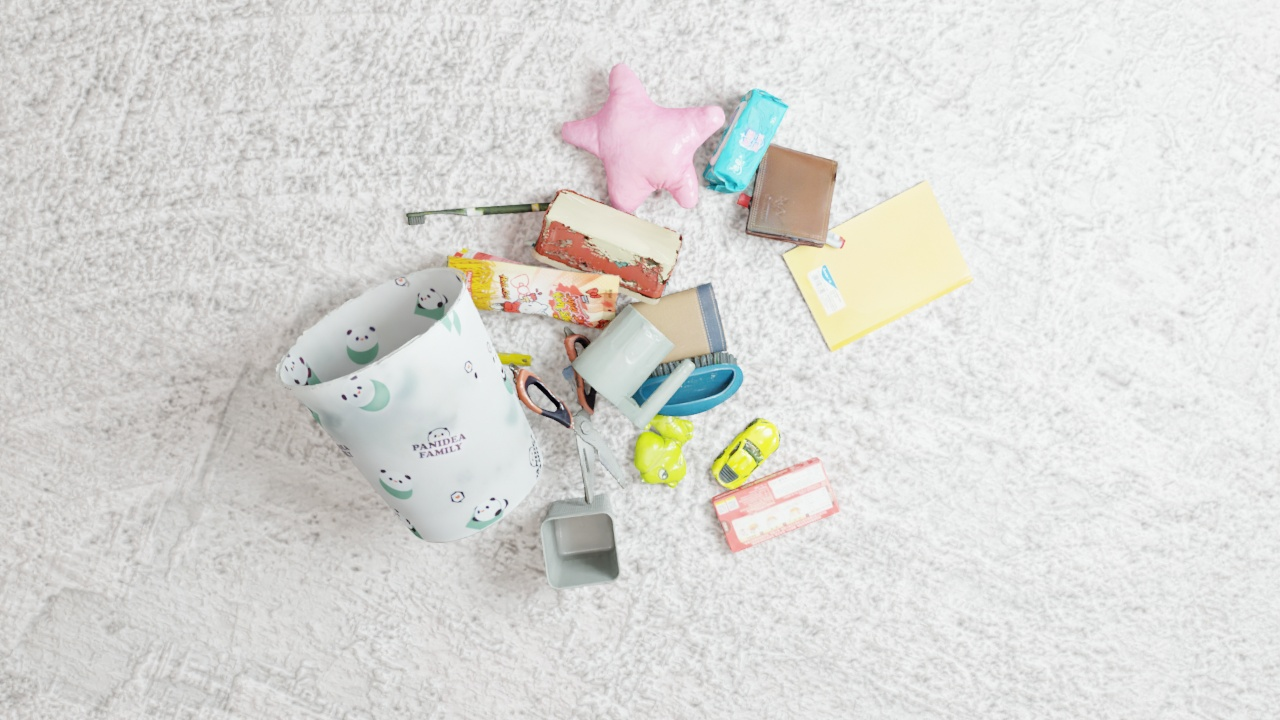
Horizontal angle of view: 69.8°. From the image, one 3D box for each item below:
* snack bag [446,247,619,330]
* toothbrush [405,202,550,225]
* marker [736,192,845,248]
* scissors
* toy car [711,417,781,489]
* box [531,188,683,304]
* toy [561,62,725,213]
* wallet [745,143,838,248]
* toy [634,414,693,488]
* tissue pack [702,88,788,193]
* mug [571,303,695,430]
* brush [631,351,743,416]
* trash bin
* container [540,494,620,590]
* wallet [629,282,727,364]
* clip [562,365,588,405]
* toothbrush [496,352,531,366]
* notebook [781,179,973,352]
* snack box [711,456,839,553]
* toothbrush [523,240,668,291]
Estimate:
[{"bbox_3d":[-0.129,-0.085,1.123,0.208,0.129,0.073,11,66,1],"label":"snack bag"},{"bbox_3d":[-0.203,-0.185,1.159,0.186,0.012,0.017,-4,102,-1],"label":"toothbrush"},{"bbox_3d":[0.190,-0.176,1.158,0.145,0.017,0.017,24,95,1],"label":"marker"},{"bbox_3d":[-0.081,0.065,1.149,0.226,0.015,0.188,37,59,-25],"label":"scissors"},{"bbox_3d":[0.139,0.121,1.190,0.048,0.032,0.105,44,92,-5],"label":"toy car"},{"bbox_3d":[-0.037,-0.145,1.116,0.168,0.091,0.078,21,130,-3],"label":"box"},{"bbox_3d":[-0.007,-0.259,1.125,0.194,0.074,0.179,25,111,9],"label":"toy"},{"bbox_3d":[0.188,-0.205,1.140,0.101,0.032,0.124,11,76,1],"label":"wallet"},{"bbox_3d":[0.027,0.112,1.187,0.096,0.031,0.100,41,90,-5],"label":"toy"},{"bbox_3d":[0.123,-0.262,1.116,0.050,0.093,0.133,27,94,-8],"label":"tissue pack"},{"bbox_3d":[-0.007,0.006,1.113,0.124,0.083,0.103,42,93,21],"label":"mug"},{"bbox_3d":[0.060,0.035,1.154,0.144,0.073,0.055,-11,137,1],"label":"brush"},{"bbox_3d":[-0.247,0.057,1.061,0.229,0.229,0.252,-25,119,1],"label":"trash bin"},{"bbox_3d":[-0.073,0.222,1.155,0.090,0.114,0.090,-7,97,0],"label":"container"},{"bbox_3d":[0.047,-0.043,1.171,0.115,0.033,0.090,-14,94,1],"label":"wallet"},{"bbox_3d":[-0.080,0.033,1.182,0.025,0.036,0.058,-23,96,-5],"label":"clip"},{"bbox_3d":[-0.235,-0.007,1.176,0.190,0.016,0.016,5,97,-2],"label":"toothbrush"},{"bbox_3d":[0.305,-0.120,1.177,0.206,0.010,0.146,-28,96,2],"label":"notebook"},{"bbox_3d":[0.176,0.189,1.201,0.153,0.025,0.075,-22,97,2],"label":"snack box"},{"bbox_3d":[-0.057,-0.120,1.168,0.191,0.016,0.018,16,106,-3],"label":"toothbrush"}]
